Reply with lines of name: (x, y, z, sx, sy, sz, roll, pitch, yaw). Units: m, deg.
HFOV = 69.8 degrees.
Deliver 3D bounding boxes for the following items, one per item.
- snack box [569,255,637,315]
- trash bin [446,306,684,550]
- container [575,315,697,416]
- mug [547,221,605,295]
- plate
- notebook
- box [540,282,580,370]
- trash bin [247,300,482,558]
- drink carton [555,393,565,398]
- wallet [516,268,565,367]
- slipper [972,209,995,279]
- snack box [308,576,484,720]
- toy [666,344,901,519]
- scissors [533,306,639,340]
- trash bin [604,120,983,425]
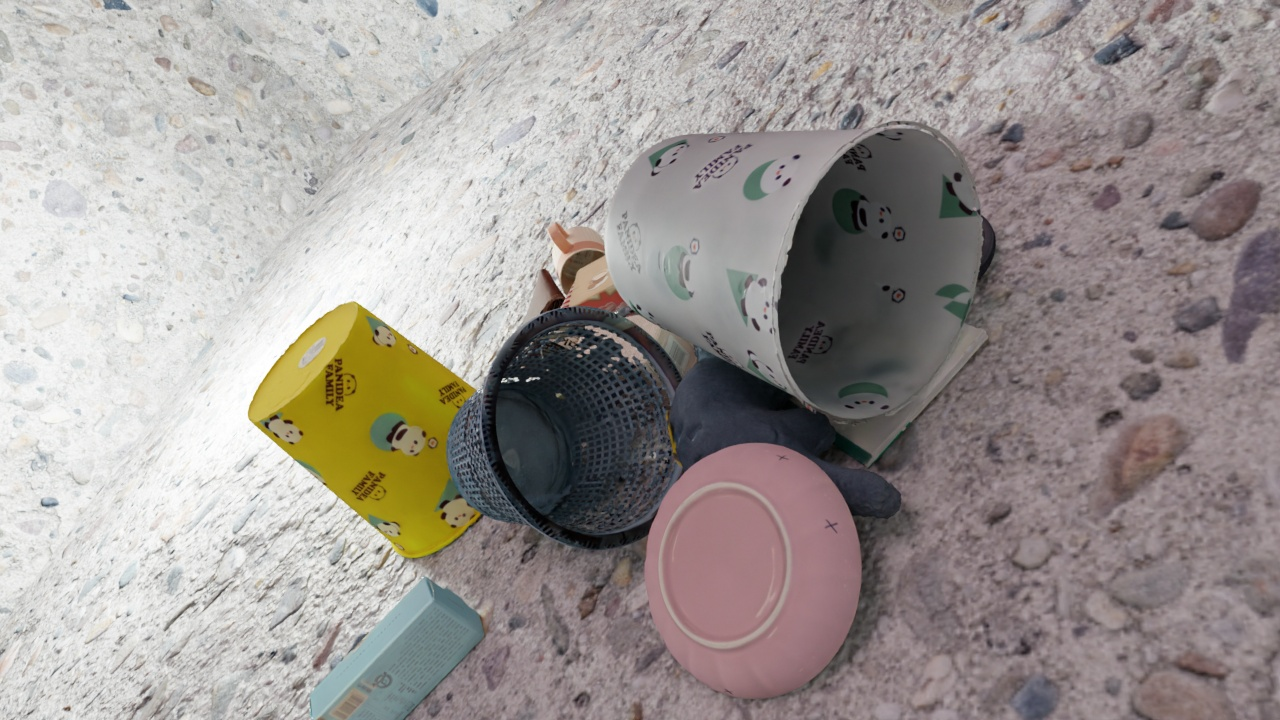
snack box: (-0.019, -0.075, 1.113, 0.093, 0.094, 0.076, -25, 35, 29)
trash bin: (-0.091, 0.079, 0.917, 0.196, 0.226, 0.226, -21, 35, 55)
container: (-0.006, 0.006, 1.006, 0.111, 0.090, 0.089, -11, 43, 40)
mug: (-0.087, -0.143, 1.264, 0.082, 0.114, 0.105, -39, 28, 8)
plate: (0.071, 0.154, 0.691, 0.193, 0.039, 0.192, -15, 68, 39)
notebook: (0.195, 0.001, 0.840, 0.150, 0.012, 0.209, -47, 29, -2)
box: (-0.079, -0.029, 1.176, 0.086, 0.076, 0.162, 116, 175, -49)
trash bin: (-0.315, 0.077, 1.125, 0.230, 0.255, 0.229, -31, 32, 22)
drink carton: (-0.085, 0.043, 1.089, 0.122, 0.053, 0.045, -40, 28, 7)
wallet: (-0.139, -0.052, 1.247, 0.125, 0.032, 0.101, -68, 23, 18)
slipper: (0.222, -0.118, 0.904, 0.268, 0.083, 0.110, 27, 79, 40)
snack box: (-0.247, 0.309, 0.932, 0.175, 0.074, 0.051, -45, 30, -2)
toy: (0.093, 0.056, 0.815, 0.138, 0.091, 0.356, -39, 33, 6)
scissors: (-0.050, -0.040, 1.070, 0.163, 0.165, 0.014, -38, 43, 56)
trash bin: (0.112, -0.093, 0.778, 0.229, 0.229, 0.252, -51, 38, -12)
